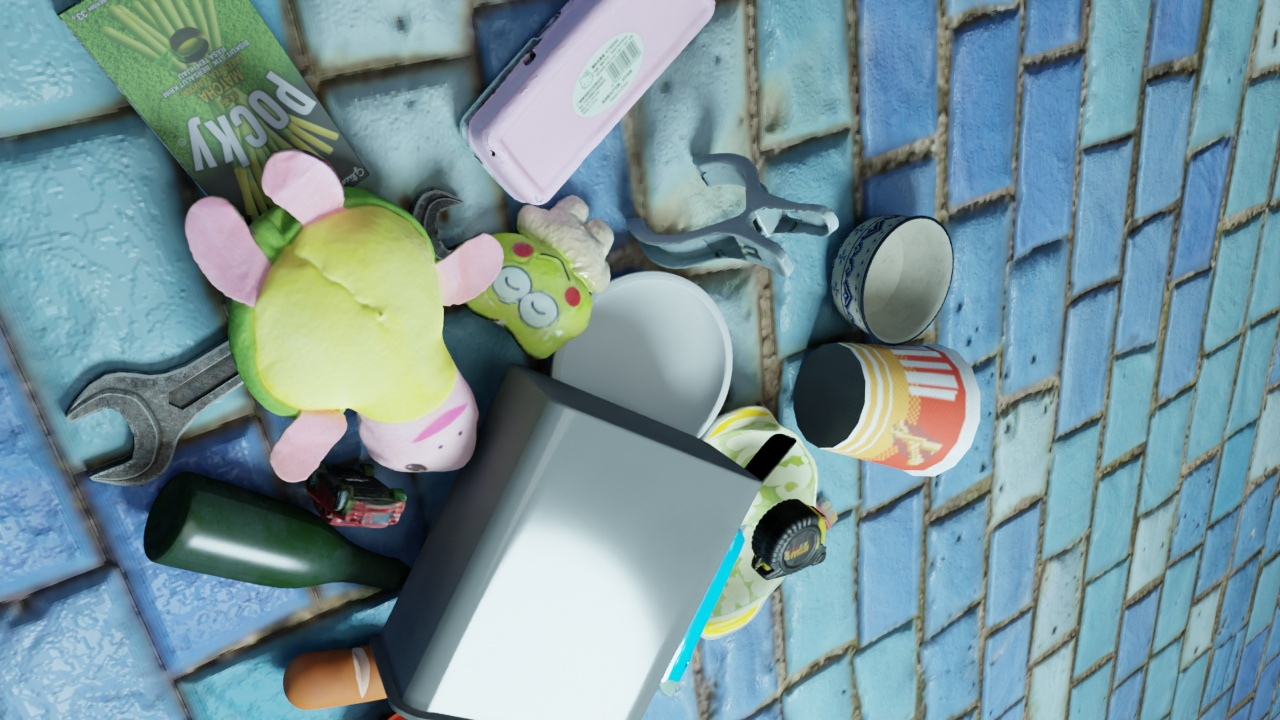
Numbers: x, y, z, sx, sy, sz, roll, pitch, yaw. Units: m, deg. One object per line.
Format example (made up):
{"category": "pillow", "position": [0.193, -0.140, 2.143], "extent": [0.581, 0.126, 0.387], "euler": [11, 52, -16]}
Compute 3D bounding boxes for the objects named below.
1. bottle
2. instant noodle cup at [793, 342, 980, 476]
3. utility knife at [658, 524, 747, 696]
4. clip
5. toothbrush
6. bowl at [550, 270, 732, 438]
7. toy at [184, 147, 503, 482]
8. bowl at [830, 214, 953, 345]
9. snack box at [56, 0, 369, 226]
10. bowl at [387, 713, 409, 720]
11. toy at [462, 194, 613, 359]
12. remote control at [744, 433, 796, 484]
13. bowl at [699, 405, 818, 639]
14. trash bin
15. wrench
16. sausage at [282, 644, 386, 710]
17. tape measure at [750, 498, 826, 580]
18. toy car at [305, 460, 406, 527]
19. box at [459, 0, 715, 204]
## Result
{"category": "bottle", "position": [-0.222, 0.122, 0.592], "extent": [0.174, 0.055, 0.055], "euler": [31, 89, -43]}
{"category": "instant noodle cup", "position": [0.215, 0.038, 0.830], "extent": [0.121, 0.123, 0.123], "euler": [8, 103, -29]}
{"category": "utility knife", "position": [0.051, 0.206, 0.764], "extent": [0.031, 0.015, 0.158], "euler": [27, 91, -41]}
{"category": "clip", "position": [0.040, -0.080, 0.631], "extent": [0.143, 0.172, 0.029], "euler": [-40, 125, -4]}
{"category": "toothbrush", "position": [0.150, 0.100, 0.870], "extent": [0.015, 0.015, 0.184], "euler": [-45, 126, -16]}
{"category": "bowl", "position": [-0.004, 0.004, 0.699], "extent": [0.149, 0.043, 0.149], "euler": [-6, 105, -25]}
{"category": "toy", "position": [-0.163, -0.017, 0.540], "extent": [0.189, 0.088, 0.238], "euler": [-56, 140, -24]}
{"category": "bowl", "position": [0.216, -0.076, 0.816], "extent": [0.115, 0.059, 0.116], "euler": [-13, 115, -31]}
{"category": "snack box", "position": [-0.226, -0.141, 0.501], "extent": [0.080, 0.025, 0.147], "euler": [-41, 126, -15]}
{"category": "bowl", "position": [-0.157, 0.305, 0.701], "extent": [0.121, 0.035, 0.122], "euler": [-23, 136, -24]}
{"category": "toy", "position": [-0.064, -0.062, 0.627], "extent": [0.092, 0.046, 0.115], "euler": [39, 69, -8]}
{"category": "remote control", "position": [0.069, 0.116, 0.730], "extent": [0.020, 0.041, 0.151], "euler": [42, 79, 4]}
{"category": "bowl", "position": [0.065, 0.132, 0.793], "extent": [0.188, 0.060, 0.219], "euler": [-13, 114, -30]}
{"category": "trash bin", "position": [-0.049, 0.141, 0.636], "extent": [0.191, 0.097, 0.220], "euler": [24, 95, -31]}
{"category": "wrench", "position": [-0.218, -0.020, 0.565], "extent": [0.272, 0.010, 0.070], "euler": [-37, 125, -18]}
{"category": "sausage", "position": [-0.176, 0.223, 0.670], "extent": [0.164, 0.039, 0.045], "euler": [2, 147, -37]}
{"category": "tape measure", "position": [0.124, 0.149, 0.780], "extent": [0.067, 0.038, 0.063], "euler": [-16, 125, -27]}
{"category": "toy car", "position": [-0.183, 0.086, 0.580], "extent": [0.042, 0.091, 0.036], "euler": [10, 88, -37]}
{"category": "box", "position": [-0.032, -0.196, 0.612], "extent": [0.202, 0.044, 0.086], "euler": [-50, 133, -9]}
